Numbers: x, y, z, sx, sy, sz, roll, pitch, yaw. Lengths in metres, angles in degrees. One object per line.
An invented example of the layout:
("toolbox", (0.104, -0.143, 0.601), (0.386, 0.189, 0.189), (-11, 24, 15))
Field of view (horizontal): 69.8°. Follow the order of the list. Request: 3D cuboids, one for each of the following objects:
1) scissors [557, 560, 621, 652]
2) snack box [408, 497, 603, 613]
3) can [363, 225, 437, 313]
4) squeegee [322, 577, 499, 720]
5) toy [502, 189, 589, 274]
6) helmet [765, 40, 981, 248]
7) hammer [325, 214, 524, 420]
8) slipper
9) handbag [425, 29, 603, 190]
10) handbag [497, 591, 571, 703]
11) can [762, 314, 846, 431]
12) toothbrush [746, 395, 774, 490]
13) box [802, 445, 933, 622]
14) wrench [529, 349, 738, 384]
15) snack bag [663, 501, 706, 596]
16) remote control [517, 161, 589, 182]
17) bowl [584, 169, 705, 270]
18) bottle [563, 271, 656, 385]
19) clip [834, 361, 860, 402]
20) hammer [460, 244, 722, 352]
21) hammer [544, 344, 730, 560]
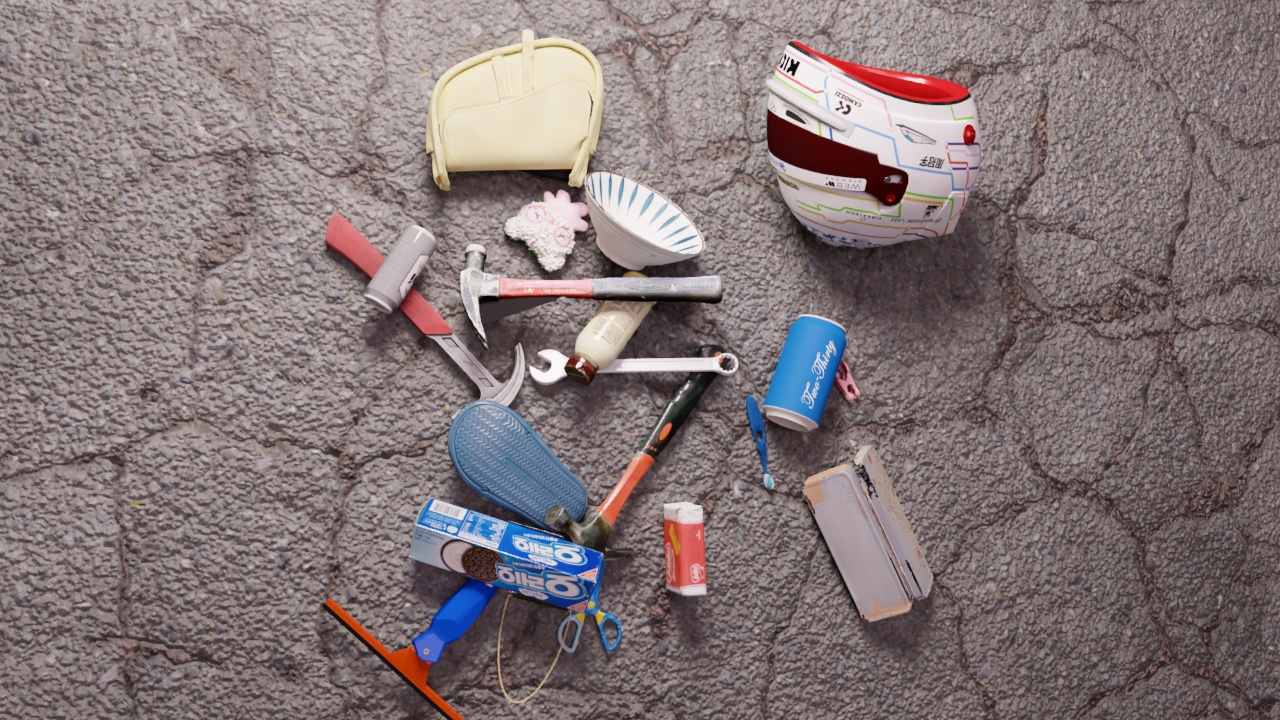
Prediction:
("scissors", (-0.074, 0.314, 1.174), (0.104, 0.019, 0.132), (-17, 86, -17))
("snack box", (-0.161, 0.234, 1.104), (0.226, 0.059, 0.060), (18, 119, -2))
("can", (-0.290, -0.111, 1.111), (0.044, 0.044, 0.106), (31, 73, -10))
("squeegee", (-0.223, 0.309, 1.112), (0.249, 0.055, 0.184), (44, 65, -4))
("toy", (-0.115, -0.178, 1.196), (0.095, 0.041, 0.108), (42, 70, -6))
("helmet", (0.292, -0.267, 1.210), (0.314, 0.230, 0.236), (7, 119, -20))
("hammer", (-0.273, -0.060, 1.147), (0.126, 0.036, 0.315), (-44, 95, -17))
("slipper", (-0.155, 0.138, 1.145), (0.213, 0.059, 0.103), (46, 77, -22))
("handbag", (-0.158, -0.312, 1.164), (0.232, 0.089, 0.190), (-6, 82, -15))
("handbag", (-0.134, 0.335, 1.143), (0.084, 0.027, 0.178), (16, 81, -4))
("can", (0.223, 0.018, 1.243), (0.079, 0.079, 0.146), (23, 79, -12))
("toothbrush", (0.164, 0.112, 1.251), (0.021, 0.016, 0.132), (-12, 88, -18))
("box", (0.314, 0.238, 1.267), (0.105, 0.096, 0.216), (-25, 92, 19))
("wrench", (-0.007, 0.007, 1.196), (0.273, 0.009, 0.047), (-1, 65, -7))
("snack bag", (0.056, 0.241, 1.179), (0.036, 0.077, 0.116), (0, 85, -17))
("remote control", (-0.130, -0.262, 1.213), (0.124, 0.010, 0.039), (8, 83, -13))
("bowl", (-0.009, -0.167, 1.189), (0.177, 0.177, 0.071), (29, 118, -10))
("bottle", (-0.039, -0.040, 1.177), (0.056, 0.057, 0.161), (39, 65, -8))
("clip", (0.283, 0.033, 1.288), (0.037, 0.022, 0.058), (-34, 95, -19))
("hammer", (-0.061, -0.080, 1.144), (0.326, 0.036, 0.140), (0, 63, -3))
("hammer", (0.018, 0.111, 1.195), (0.133, 0.033, 0.332), (43, 71, -25))
